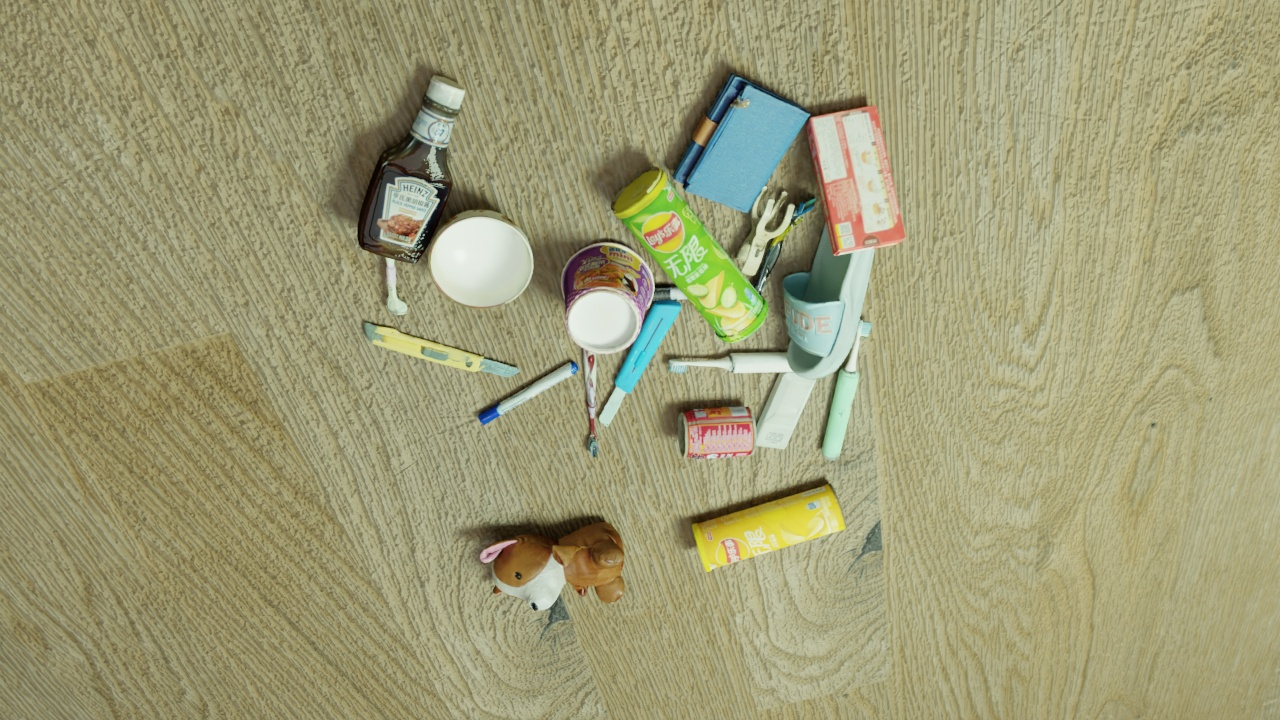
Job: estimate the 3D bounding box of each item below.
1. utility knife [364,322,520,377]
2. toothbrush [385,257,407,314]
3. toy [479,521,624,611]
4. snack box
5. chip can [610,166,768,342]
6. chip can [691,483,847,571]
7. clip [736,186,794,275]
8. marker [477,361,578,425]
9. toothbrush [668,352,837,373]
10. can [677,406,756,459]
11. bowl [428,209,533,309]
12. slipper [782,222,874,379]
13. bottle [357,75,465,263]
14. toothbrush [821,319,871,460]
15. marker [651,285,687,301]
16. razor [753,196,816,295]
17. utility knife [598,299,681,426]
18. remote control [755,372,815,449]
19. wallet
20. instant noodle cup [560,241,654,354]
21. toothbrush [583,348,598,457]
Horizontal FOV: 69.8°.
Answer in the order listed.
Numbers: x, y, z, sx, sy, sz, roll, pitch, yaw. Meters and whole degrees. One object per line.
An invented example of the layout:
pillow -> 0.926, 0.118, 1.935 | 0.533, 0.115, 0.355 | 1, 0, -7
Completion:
utility knife -> -0.241, -0.010, 1.119 | 0.194, 0.020, 0.031 | 14, 127, -23
toothbrush -> -0.278, -0.137, 1.019 | 0.029, 0.020, 0.190 | 17, 125, 18
toy -> -0.120, 0.295, 1.290 | 0.199, 0.130, 0.140 | 0, 131, 2
snack box -> 0.233, -0.195, 0.997 | 0.075, 0.025, 0.153 | -11, 86, -1
chip can -> 0.061, -0.114, 1.041 | 0.073, 0.072, 0.221 | -35, 116, 15
chip can -> 0.184, 0.240, 1.323 | 0.213, 0.072, 0.072 | -18, 125, 3
clip -> 0.140, -0.158, 1.070 | 0.034, 0.080, 0.105 | 9, 140, -17
marker -> -0.143, 0.041, 1.165 | 0.146, 0.016, 0.017 | -29, 124, 12
toothbrush -> 0.144, 0.003, 1.176 | 0.221, 0.026, 0.026 | -1, 107, -8
can -> 0.099, 0.095, 1.210 | 0.093, 0.066, 0.067 | -3, 125, -7
bowl -> -0.177, -0.120, 1.018 | 0.113, 0.062, 0.114 | -5, 126, -7
slipper -> 0.213, -0.085, 1.082 | 0.074, 0.104, 0.246 | 1, 120, -17
bottle -> -0.233, -0.198, 0.956 | 0.079, 0.044, 0.195 | 15, 114, -30
toothbrush -> 0.273, 0.041, 1.225 | 0.027, 0.026, 0.225 | 11, 125, 10
marker -> 0.068, -0.085, 1.109 | 0.130, 0.018, 0.023 | -5, 131, -5
razor -> 0.163, -0.133, 1.088 | 0.022, 0.042, 0.143 | 37, 125, 17
utility knife -> -0.007, 0.007, 1.162 | 0.034, 0.018, 0.207 | 16, 122, -20
remote control -> 0.193, 0.066, 1.230 | 0.049, 0.024, 0.125 | 9, 124, -14
wallet -> 0.108, -0.233, 0.999 | 0.106, 0.040, 0.133 | 15, 121, -29
instant noodle cup -> -0.039, -0.066, 1.046 | 0.111, 0.099, 0.112 | 0, 119, 0
toothbrush -> -0.063, 0.051, 1.184 | 0.016, 0.017, 0.188 | -4, 126, -7
